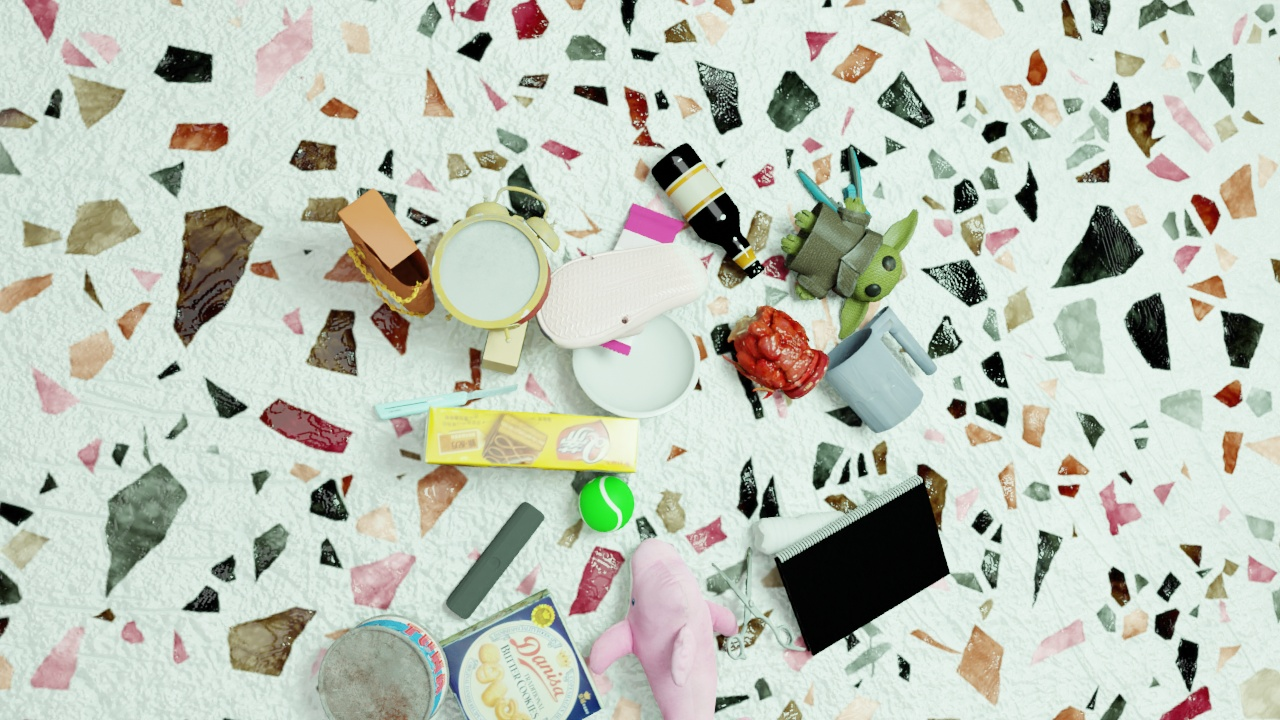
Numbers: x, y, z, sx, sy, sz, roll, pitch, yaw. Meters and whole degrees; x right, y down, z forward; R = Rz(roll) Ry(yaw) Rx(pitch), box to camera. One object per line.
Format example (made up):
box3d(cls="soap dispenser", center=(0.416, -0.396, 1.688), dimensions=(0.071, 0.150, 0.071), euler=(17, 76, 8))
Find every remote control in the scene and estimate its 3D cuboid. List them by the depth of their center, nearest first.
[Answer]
box3d(cls="remote control", center=(-0.166, 0.228, 1.052), dimensions=(0.033, 0.015, 0.146), euler=(38, 78, -4))

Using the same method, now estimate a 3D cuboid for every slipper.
box3d(cls="slipper", center=(-0.020, -0.077, 1.048), dimensions=(0.221, 0.056, 0.106), euler=(-22, 71, -26))

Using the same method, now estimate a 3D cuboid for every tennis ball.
box3d(cls="tennis ball", center=(-0.039, 0.166, 1.057), dimensions=(0.065, 0.065, 0.065), euler=(1, 83, -11))

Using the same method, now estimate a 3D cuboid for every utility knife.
box3d(cls="utility knife", center=(-0.223, 0.047, 1.064), dimensions=(0.165, 0.015, 0.022), euler=(-10, 53, -13))

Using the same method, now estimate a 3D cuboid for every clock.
box3d(cls="clock", center=(-0.146, -0.105, 0.967), dimensions=(0.117, 0.081, 0.159), euler=(20, 88, 2))

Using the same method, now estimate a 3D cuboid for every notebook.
box3d(cls="notebook", center=(0.270, 0.246, 1.104), dimensions=(0.206, 0.016, 0.149), euler=(-26, 112, -12))

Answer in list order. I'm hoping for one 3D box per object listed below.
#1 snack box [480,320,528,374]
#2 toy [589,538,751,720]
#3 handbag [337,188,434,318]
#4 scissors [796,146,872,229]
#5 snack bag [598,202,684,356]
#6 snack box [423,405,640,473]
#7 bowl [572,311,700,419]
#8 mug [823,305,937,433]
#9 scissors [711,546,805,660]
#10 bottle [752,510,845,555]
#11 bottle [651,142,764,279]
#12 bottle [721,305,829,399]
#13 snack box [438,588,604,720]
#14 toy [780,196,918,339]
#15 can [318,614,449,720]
box3d(cls="snack box", center=(-0.148, -0.053, 1.051), dimensions=(0.040, 0.088, 0.125), euler=(13, 81, -9))
box3d(cls="toy", center=(0.043, 0.330, 1.019), dimensions=(0.186, 0.128, 0.265), euler=(-10, 83, -17))
box3d(cls="handbag", center=(-0.269, -0.102, 0.991), dimensions=(0.060, 0.172, 0.109), euler=(-40, 92, -13))
box3d(cls="scissors", center=(0.257, -0.206, 1.180), dimensions=(0.124, 0.019, 0.155), euler=(9, 81, -9))
box3d(cls="snack bag", center=(-0.012, -0.099, 1.098), dimensions=(0.070, 0.016, 0.196), euler=(20, 67, 4))
box3d(cls="snack box", center=(-0.123, 0.092, 1.027), dimensions=(0.230, 0.110, 0.061), euler=(4, 82, -10))
box3d(cls="bowl", center=(-0.007, 0.006, 1.085), dimensions=(0.149, 0.043, 0.149), euler=(2, 64, -5))
box3d(cls="mug", center=(0.296, 0.012, 1.127), dimensions=(0.123, 0.084, 0.104), euler=(-44, 97, -15))
box3d(cls="scissors", center=(0.136, 0.299, 1.077), dimensions=(0.175, 0.014, 0.141), euler=(46, 43, -17))
box3d(cls="bottle", center=(0.206, 0.207, 1.109), dimensions=(0.136, 0.044, 0.044), euler=(-4, 84, -11))
box3d(cls="bottle", center=(0.089, -0.177, 1.124), dimensions=(0.059, 0.059, 0.181), euler=(-38, 91, -13))
box3d(cls="bottle", center=(0.159, -0.006, 1.107), dimensions=(0.111, 0.099, 0.099), euler=(39, 78, -15))
box3d(cls="snack box", center=(-0.136, 0.354, 1.029), dimensions=(0.145, 0.043, 0.144), euler=(-25, 89, -12))
box3d(cls="toy", center=(0.250, -0.129, 1.133), dimensions=(0.152, 0.078, 0.179), euler=(27, 102, -5))
box3d(cls="can", center=(-0.274, 0.342, 0.982), dimensions=(0.130, 0.044, 0.130), euler=(0, 92, 9))
